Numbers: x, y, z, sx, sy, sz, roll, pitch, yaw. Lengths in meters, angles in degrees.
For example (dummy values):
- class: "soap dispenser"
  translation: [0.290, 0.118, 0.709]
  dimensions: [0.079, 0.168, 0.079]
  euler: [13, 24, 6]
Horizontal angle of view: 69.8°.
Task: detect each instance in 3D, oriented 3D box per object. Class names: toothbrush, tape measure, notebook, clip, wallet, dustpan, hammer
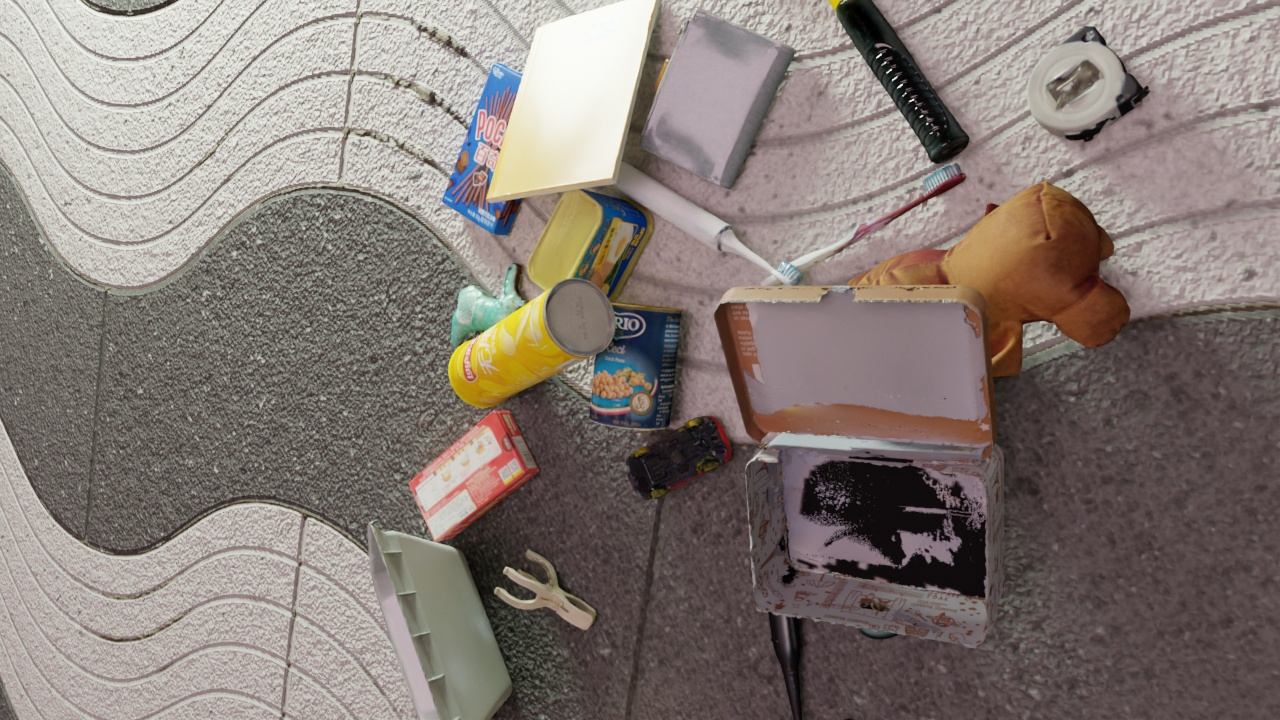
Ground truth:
- class: "toothbrush"
  translation: [0.123, 0.237, 0.780]
  dimensions: [0.026, 0.027, 0.212]
  euler: [165, 99, -69]
- class: "tape measure"
  translation: [0.310, -0.191, 0.649]
  dimensions: [0.066, 0.033, 0.065]
  euler: [-39, 69, 26]
- class: "notebook"
  translation: [-0.062, -0.243, 0.850]
  dimensions: [0.146, 0.010, 0.206]
  euler: [-2, 65, 32]
- class: "clip"
  translation: [-0.100, 0.231, 0.901]
  dimensions: [0.101, 0.096, 0.035]
  euler: [40, 111, 37]
- class: "toothbrush"
  translation: [0.053, -0.120, 0.811]
  dimensions: [0.221, 0.026, 0.026]
  euler: [37, 96, 30]
- class: "wallet"
  translation: [0.062, -0.231, 0.806]
  dimensions: [0.106, 0.037, 0.130]
  euler: [30, 108, 17]
- class: "dustpan"
  translation: [-0.233, 0.290, 0.913]
  dimensions: [0.143, 0.257, 0.222]
  euler: [-26, 76, 6]
- class: "toothbrush"
  translation: [0.175, -0.106, 0.748]
  dimensions: [0.188, 0.016, 0.017]
  euler: [-29, 68, 29]
- class: "hammer"
  translation: [0.170, -0.286, 0.738]
  dimensions: [0.129, 0.032, 0.300]
  euler: [-36, 72, 29]

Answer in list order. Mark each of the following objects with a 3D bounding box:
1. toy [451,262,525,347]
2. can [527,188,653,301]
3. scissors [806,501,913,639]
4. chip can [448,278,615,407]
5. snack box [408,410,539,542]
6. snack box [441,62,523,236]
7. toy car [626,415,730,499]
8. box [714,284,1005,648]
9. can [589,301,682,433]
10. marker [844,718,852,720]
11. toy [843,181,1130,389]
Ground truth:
- class: "toy"
  translation: [-0.153, -0.056, 0.951]
  dimensions: [0.092, 0.030, 0.096]
  euler: [10, 89, 27]
- class: "can"
  translation: [-0.047, -0.105, 0.848]
  dimensions: [0.057, 0.083, 0.102]
  euler: [39, 110, 26]
- class: "scissors"
  translation: [0.205, 0.146, 0.731]
  dimensions: [0.129, 0.019, 0.186]
  euler: [42, 113, 24]
- class: "chip can"
  translation: [-0.107, -0.011, 0.850]
  dimensions: [0.214, 0.072, 0.072]
  euler: [-23, 77, 55]
- class: "snack box"
  translation: [-0.179, 0.123, 0.971]
  dimensions: [0.153, 0.025, 0.075]
  euler: [-39, 70, 27]
- class: "snack box"
  translation: [-0.143, -0.216, 0.942]
  dimensions: [0.084, 0.026, 0.157]
  euler: [33, 108, 28]
- class: "toy car"
  translation: [0.033, 0.089, 0.831]
  dimensions: [0.106, 0.031, 0.049]
  euler: [-32, 73, 28]
- class: "box"
  translation: [0.161, 0.064, 0.652]
  dimensions: [0.179, 0.102, 0.261]
  euler: [1, 107, 30]
- class: "can"
  translation: [-0.005, 0.005, 0.829]
  dimensions: [0.075, 0.075, 0.111]
  euler: [9, 96, 32]
- class: "marker"
  translation: [0.153, 0.359, 0.768]
  dimensions: [0.022, 0.020, 0.132]
  euler: [22, 103, 0]
- class: "toy"
  translation: [0.235, -0.043, 0.662]
  dimensions: [0.200, 0.139, 0.130]
  euler: [-20, 122, 33]
